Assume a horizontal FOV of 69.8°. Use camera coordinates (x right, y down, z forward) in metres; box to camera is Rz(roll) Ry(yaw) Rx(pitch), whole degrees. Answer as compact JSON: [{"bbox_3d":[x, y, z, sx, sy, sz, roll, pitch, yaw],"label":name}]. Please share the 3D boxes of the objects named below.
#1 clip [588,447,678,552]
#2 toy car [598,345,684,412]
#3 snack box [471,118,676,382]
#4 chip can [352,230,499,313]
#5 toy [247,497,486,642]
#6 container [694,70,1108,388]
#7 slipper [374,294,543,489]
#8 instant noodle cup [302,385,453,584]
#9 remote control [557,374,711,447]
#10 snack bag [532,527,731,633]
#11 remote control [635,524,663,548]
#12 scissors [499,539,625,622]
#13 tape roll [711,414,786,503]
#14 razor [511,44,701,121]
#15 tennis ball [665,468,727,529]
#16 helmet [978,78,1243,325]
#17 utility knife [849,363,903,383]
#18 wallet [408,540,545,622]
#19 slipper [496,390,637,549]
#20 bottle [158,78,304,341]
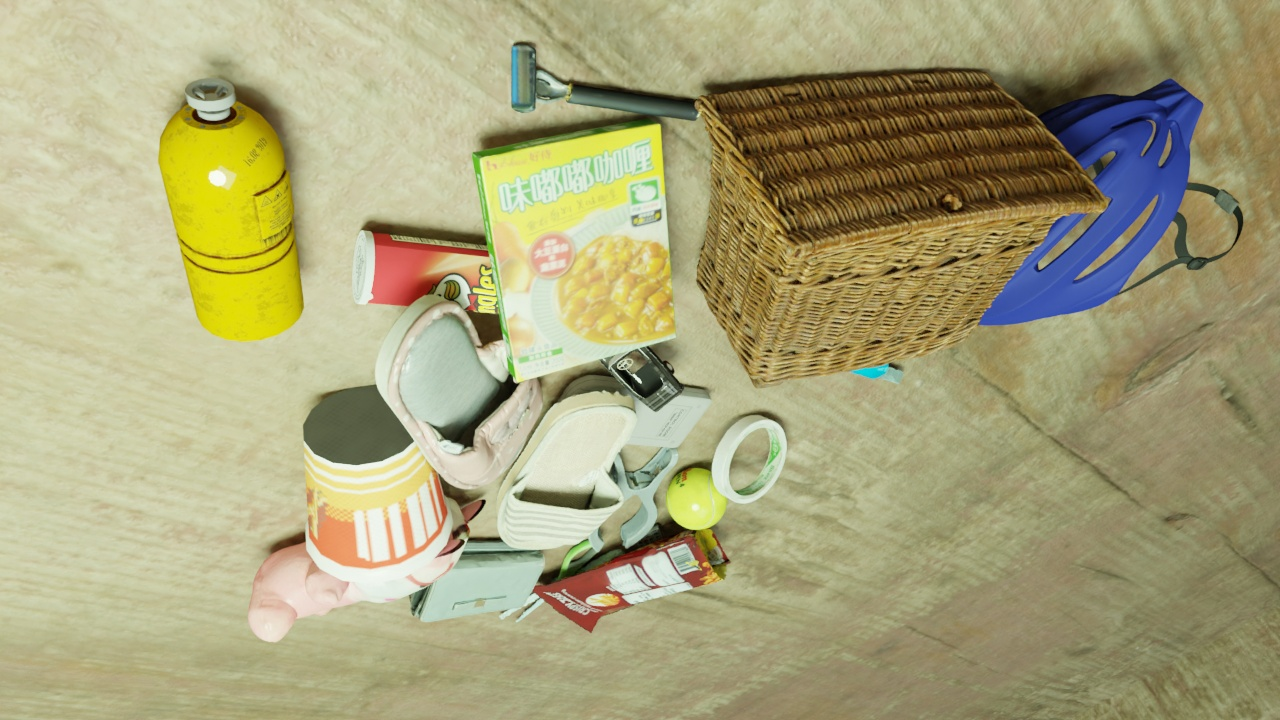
[{"bbox_3d":[0.003,0.147,0.983,0.114,0.028,0.164,-4,138,-21],"label":"clip"},{"bbox_3d":[-0.005,0.005,0.793,0.040,0.037,0.092,-38,104,20],"label":"toy car"},{"bbox_3d":[-0.042,-0.078,0.661,0.131,0.027,0.168,-16,119,-18],"label":"snack box"},{"bbox_3d":[-0.101,-0.059,0.690,0.214,0.051,0.052,3,134,-27],"label":"chip can"},{"bbox_3d":[-0.251,0.187,0.860,0.213,0.084,0.142,-21,177,7],"label":"toy"},{"bbox_3d":[0.168,-0.092,0.691,0.249,0.162,0.184,-10,143,-18],"label":"container"},{"bbox_3d":[-0.127,0.038,0.716,0.114,0.054,0.274,-60,162,-15],"label":"slipper"},{"bbox_3d":[-0.223,0.097,0.764,0.123,0.123,0.121,-8,130,-16],"label":"instant noodle cup"},{"bbox_3d":[-0.010,0.048,0.873,0.151,0.019,0.074,9,131,-32],"label":"remote control"},{"bbox_3d":[-0.008,0.255,1.052,0.208,0.066,0.139,-27,141,15],"label":"snack bag"},{"bbox_3d":[0.020,0.236,1.097,0.033,0.013,0.137,-19,139,0],"label":"remote control"},{"bbox_3d":[-0.102,0.259,1.071,0.175,0.032,0.093,-36,141,10],"label":"scissors"},{"bbox_3d":[0.114,0.103,0.955,0.093,0.018,0.094,-16,117,-36],"label":"tape roll"},{"bbox_3d":[-0.022,-0.177,0.621,0.144,0.022,0.043,1,90,-31],"label":"razor"},{"bbox_3d":[0.060,0.147,0.978,0.065,0.065,0.065,-12,139,-11],"label":"tennis ball"},{"bbox_3d":[0.380,-0.113,0.766,0.227,0.147,0.242,10,130,-26],"label":"helmet"},{"bbox_3d":[0.205,-0.001,0.917,0.185,0.015,0.031,18,129,-34],"label":"utility knife"},{"bbox_3d":[-0.175,0.235,0.986,0.131,0.054,0.101,1,136,-32],"label":"wallet"},{"bbox_3d":[-0.072,0.120,0.881,0.114,0.054,0.273,4,141,-18],"label":"slipper"},{"bbox_3d":[-0.252,-0.094,0.570,0.071,0.071,0.164,-6,137,-18],"label":"bottle"}]
